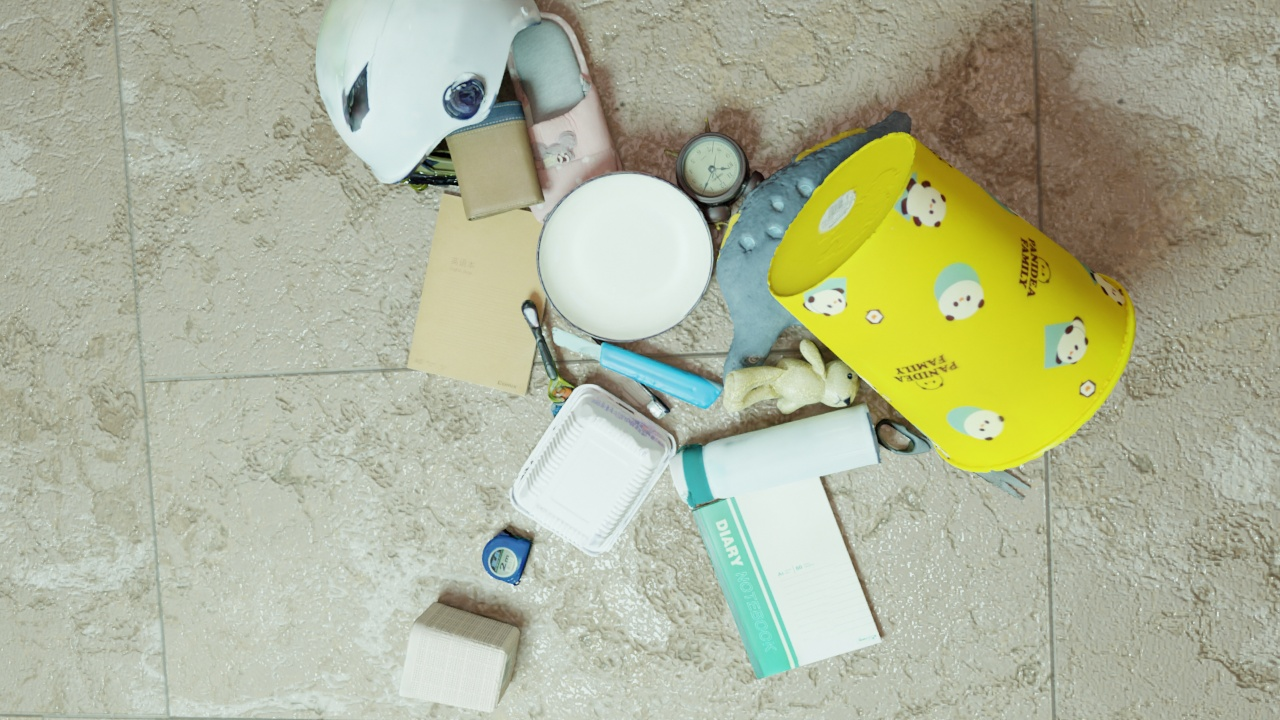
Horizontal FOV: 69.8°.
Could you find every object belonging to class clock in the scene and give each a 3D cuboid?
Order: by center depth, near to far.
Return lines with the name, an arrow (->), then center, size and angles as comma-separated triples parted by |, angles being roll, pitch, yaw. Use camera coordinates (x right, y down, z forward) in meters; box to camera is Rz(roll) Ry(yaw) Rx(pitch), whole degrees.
clock -> 0.085, -0.197, 0.999 | 0.082, 0.055, 0.122 | -36, 89, 8

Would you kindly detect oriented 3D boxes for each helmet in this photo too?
helmet -> -0.244, -0.327, 0.942 | 0.258, 0.146, 0.229 | -53, 42, 0

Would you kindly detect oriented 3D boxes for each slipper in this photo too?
slipper -> -0.088, -0.256, 1.019 | 0.114, 0.054, 0.274 | -13, 89, 5

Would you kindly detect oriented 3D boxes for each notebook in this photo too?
notebook -> 0.163, 0.241, 1.034 | 0.150, 0.012, 0.209 | -21, 90, 10
notebook -> -0.183, -0.076, 1.070 | 0.149, 0.012, 0.211 | 13, 94, 8

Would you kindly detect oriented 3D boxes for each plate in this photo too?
plate -> -0.017, -0.115, 1.005 | 0.192, 0.039, 0.193 | -1, 114, -3

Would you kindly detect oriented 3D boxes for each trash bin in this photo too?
trash bin -> 0.272, -0.059, 0.850 | 0.255, 0.229, 0.230 | 35, 98, -16

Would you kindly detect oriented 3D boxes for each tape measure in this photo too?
tape measure -> -0.157, 0.229, 1.076 | 0.054, 0.025, 0.058 | 19, 92, 9

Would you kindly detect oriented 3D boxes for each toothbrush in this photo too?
toothbrush -> -0.032, -0.003, 1.048 | 0.018, 0.015, 0.181 | -43, 87, 17

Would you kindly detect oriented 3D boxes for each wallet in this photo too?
wallet -> -0.157, -0.215, 0.984 | 0.090, 0.033, 0.115 | -15, 87, -4

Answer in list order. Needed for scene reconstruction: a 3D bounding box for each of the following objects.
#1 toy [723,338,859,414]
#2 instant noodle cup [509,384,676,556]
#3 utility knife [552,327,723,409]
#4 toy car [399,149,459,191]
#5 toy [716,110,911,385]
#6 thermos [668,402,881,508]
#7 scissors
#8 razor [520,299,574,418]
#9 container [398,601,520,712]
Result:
toy -> 0.162, 0.027, 0.978 | 0.157, 0.066, 0.105 | -5, 128, -14
instant noodle cup -> -0.056, 0.129, 1.029 | 0.138, 0.060, 0.173 | 33, 96, -3
utility knife -> -0.006, 0.006, 1.030 | 0.202, 0.018, 0.034 | 22, 97, -1
toy car -> -0.217, -0.215, 1.039 | 0.158, 0.070, 0.042 | 4, 92, 6
toy -> 0.155, -0.117, 0.965 | 0.137, 0.091, 0.357 | 20, 104, -30
thermos -> 0.143, 0.103, 1.002 | 0.224, 0.073, 0.073 | -15, 91, 9
scissors -> 0.336, 0.105, 1.000 | 0.142, 0.014, 0.173 | -24, 91, 6
razor -> -0.105, -0.002, 1.047 | 0.043, 0.022, 0.143 | -19, 99, 7
container -> -0.205, 0.344, 1.060 | 0.111, 0.090, 0.090 | 12, 94, 4
